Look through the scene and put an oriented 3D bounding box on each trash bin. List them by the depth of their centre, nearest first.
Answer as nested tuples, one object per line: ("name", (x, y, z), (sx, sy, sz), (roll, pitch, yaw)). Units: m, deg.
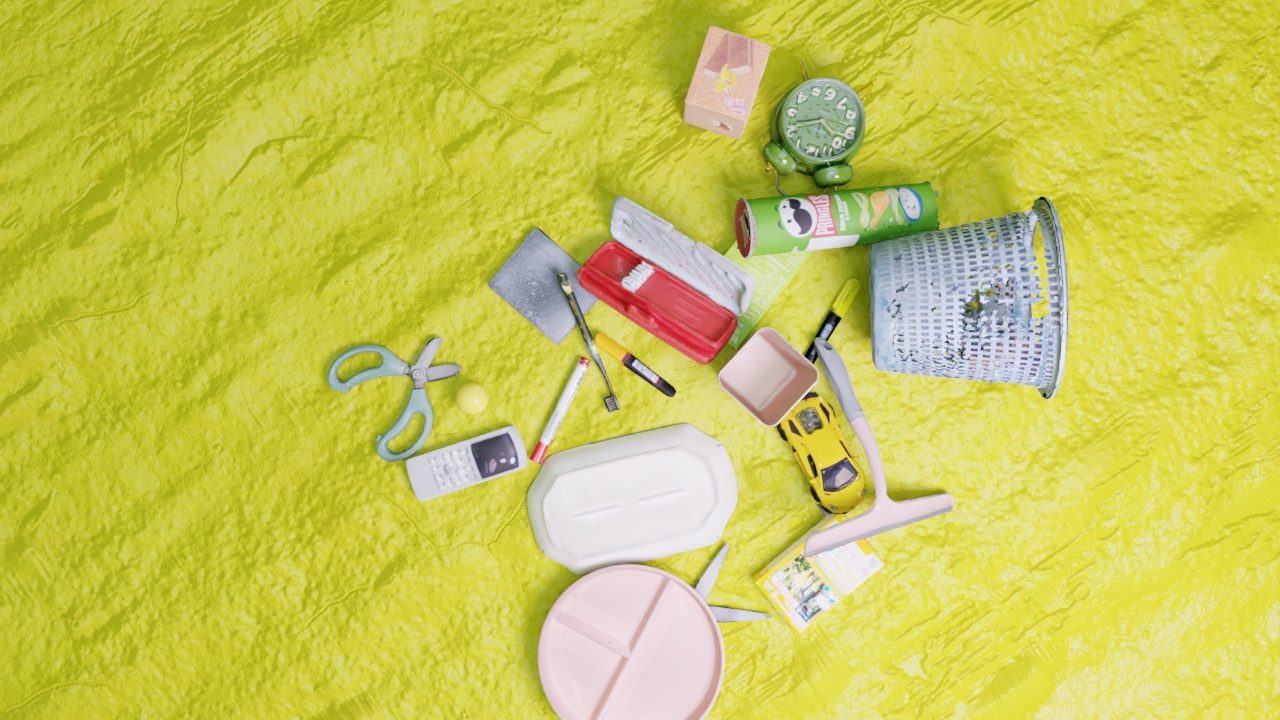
("trash bin", (0.363, -0.066, 1.050), (0.195, 0.226, 0.226), (-2, 91, 13))

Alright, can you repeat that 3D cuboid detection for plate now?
("plate", (-0.011, 0.364, 1.130), (0.229, 0.028, 0.229), (0, 90, 3))
("plate", (-0.011, 0.175, 1.143), (0.266, 0.034, 0.162), (-12, 91, 2))

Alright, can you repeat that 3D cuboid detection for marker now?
("marker", (0.237, -0.047, 1.140), (0.018, 0.015, 0.124), (30, 94, 4))
("marker", (-0.007, 0.007, 1.149), (0.124, 0.015, 0.018), (36, 60, -2))
("marker", (-0.100, 0.062, 1.152), (0.017, 0.017, 0.145), (26, 92, 1))

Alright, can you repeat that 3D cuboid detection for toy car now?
("toy car", (0.224, 0.113, 1.120), (0.071, 0.041, 0.156), (-24, 83, -8))

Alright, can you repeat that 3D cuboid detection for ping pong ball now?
("ping pong ball", (-0.210, 0.048, 1.143), (0.040, 0.040, 0.040), (0, 91, 2))

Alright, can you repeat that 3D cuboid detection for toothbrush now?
("toothbrush", (-0.066, -0.021, 1.137), (0.017, 0.012, 0.186), (-24, 99, -15))

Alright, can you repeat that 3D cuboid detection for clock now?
("clock", (0.213, -0.271, 1.115), (0.116, 0.056, 0.161), (17, 92, 2))

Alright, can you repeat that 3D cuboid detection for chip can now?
("chip can", (0.233, -0.167, 1.091), (0.236, 0.072, 0.072), (-6, 91, -8))

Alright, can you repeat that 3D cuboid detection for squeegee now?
("squeegee", (0.259, 0.084, 1.095), (0.247, 0.040, 0.249), (-10, 76, -30))

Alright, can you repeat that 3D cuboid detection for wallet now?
("wallet", (-0.117, -0.093, 1.150), (0.121, 0.019, 0.097), (41, 90, 2))

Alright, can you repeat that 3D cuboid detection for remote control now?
("remote control", (-0.218, 0.129, 1.155), (0.150, 0.021, 0.058), (-19, 91, 3))

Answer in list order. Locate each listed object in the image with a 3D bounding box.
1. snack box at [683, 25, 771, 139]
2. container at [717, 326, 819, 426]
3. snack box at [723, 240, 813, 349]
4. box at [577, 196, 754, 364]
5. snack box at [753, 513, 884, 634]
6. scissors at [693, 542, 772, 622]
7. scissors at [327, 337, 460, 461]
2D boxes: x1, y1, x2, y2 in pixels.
("snack box", (0.102, -0.330, 1.098), (0.077, 0.093, 0.094), (18, 91, 1))
("container", (0.147, 0.018, 1.096), (0.090, 0.111, 0.090), (42, 92, 0))
("snack box", (0.133, -0.099, 1.136), (0.086, 0.026, 0.156), (37, 92, 1))
("box", (0.027, -0.096, 1.082), (0.201, 0.101, 0.102), (33, 66, 15))
("snack box", (0.221, 0.261, 1.139), (0.140, 0.034, 0.087), (-40, 90, 1))
("scissors", (0.047, 0.330, 1.151), (0.234, 0.021, 0.221), (10, 92, 2))
("scissors", (-0.307, 0.052, 1.159), (0.170, 0.019, 0.181), (-7, 90, 1))
